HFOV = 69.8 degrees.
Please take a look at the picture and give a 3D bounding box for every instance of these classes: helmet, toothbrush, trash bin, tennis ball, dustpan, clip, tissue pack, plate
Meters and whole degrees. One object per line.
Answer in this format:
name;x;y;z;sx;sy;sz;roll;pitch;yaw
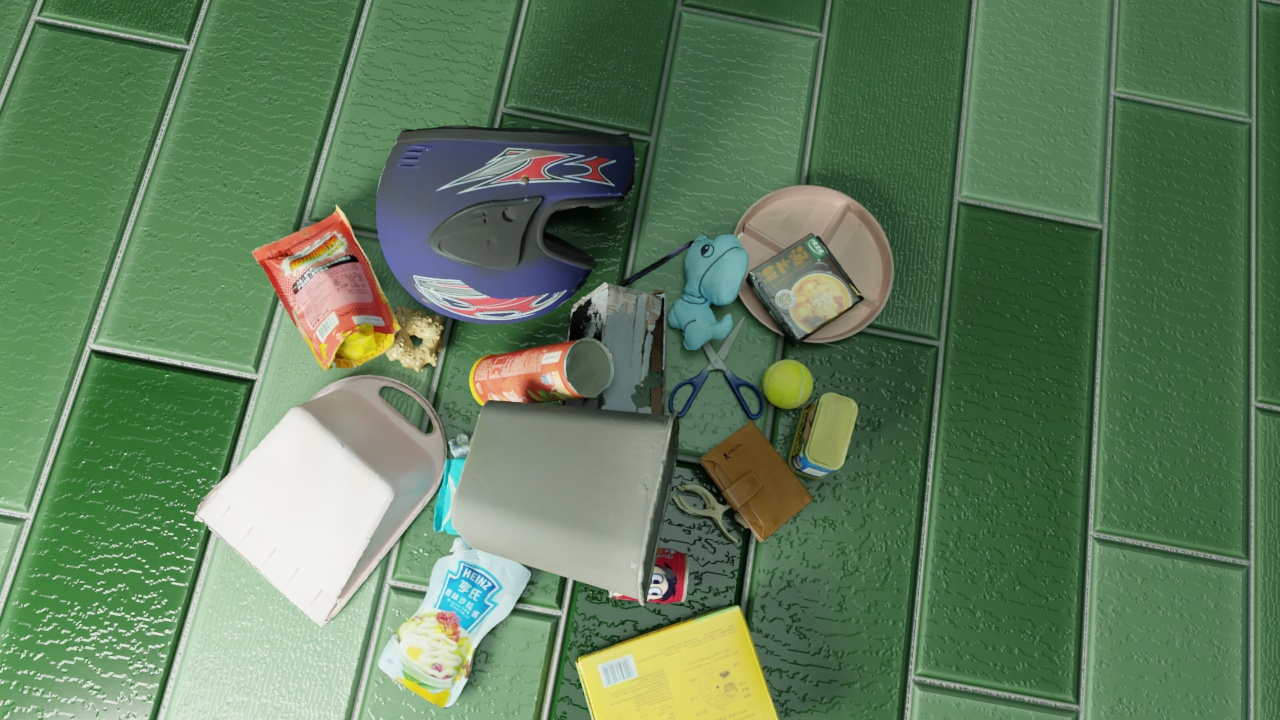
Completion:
helmet;-0.164;-0.166;1.141;0.315;0.247;0.240;-1;103;-8
toothbrush;-0.004;-0.118;1.255;0.188;0.014;0.016;-33;68;-11
trash bin;-0.078;0.149;1.041;0.220;0.199;0.198;11;67;7
tennis ball;0.193;0.031;1.204;0.065;0.065;0.065;1;76;-4
dustpan;-0.378;0.158;1.161;0.222;0.138;0.274;42;105;5
clip;0.091;0.189;1.175;0.100;0.035;0.070;29;75;-2
tissue pack;-0.187;0.174;1.148;0.133;0.050;0.093;6;76;-2
plate;0.235;-0.132;1.268;0.229;0.028;0.229;1;76;-5

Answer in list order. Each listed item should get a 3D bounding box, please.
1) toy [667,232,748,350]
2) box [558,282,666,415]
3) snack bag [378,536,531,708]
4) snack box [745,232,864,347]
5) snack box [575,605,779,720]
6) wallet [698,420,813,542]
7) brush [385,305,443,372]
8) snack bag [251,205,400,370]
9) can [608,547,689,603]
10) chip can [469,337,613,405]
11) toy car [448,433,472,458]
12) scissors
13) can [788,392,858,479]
toy;0.094;-0.101;1.223;0.156;0.049;0.161;-43;49;12
box;-0.005;0.007;1.160;0.148;0.147;0.181;13;74;-25
snack bag;-0.226;0.314;1.119;0.110;0.039;0.190;27;75;12
snack box;0.223;-0.099;1.223;0.125;0.053;0.113;-33;81;-6
snack box;0.044;0.401;1.098;0.210;0.070;0.157;-17;78;-8
wallet;0.147;0.154;1.176;0.107;0.031;0.132;-31;78;-32
brush;-0.365;-0.070;1.207;0.255;0.046;0.083;30;80;8
snack bag;-0.396;-0.092;1.166;0.128;0.073;0.208;-32;69;-8
can;0.010;0.263;1.132;0.094;0.066;0.066;6;75;-3
chip can;-0.124;0.017;1.108;0.073;0.217;0.073;6;80;-38
toy car;-0.198;0.107;1.169;0.090;0.043;0.034;-4;82;-6
scissors;0.104;0.016;1.230;0.162;0.012;0.175;39;75;8
can;0.235;0.097;1.182;0.057;0.083;0.102;18;75;0
